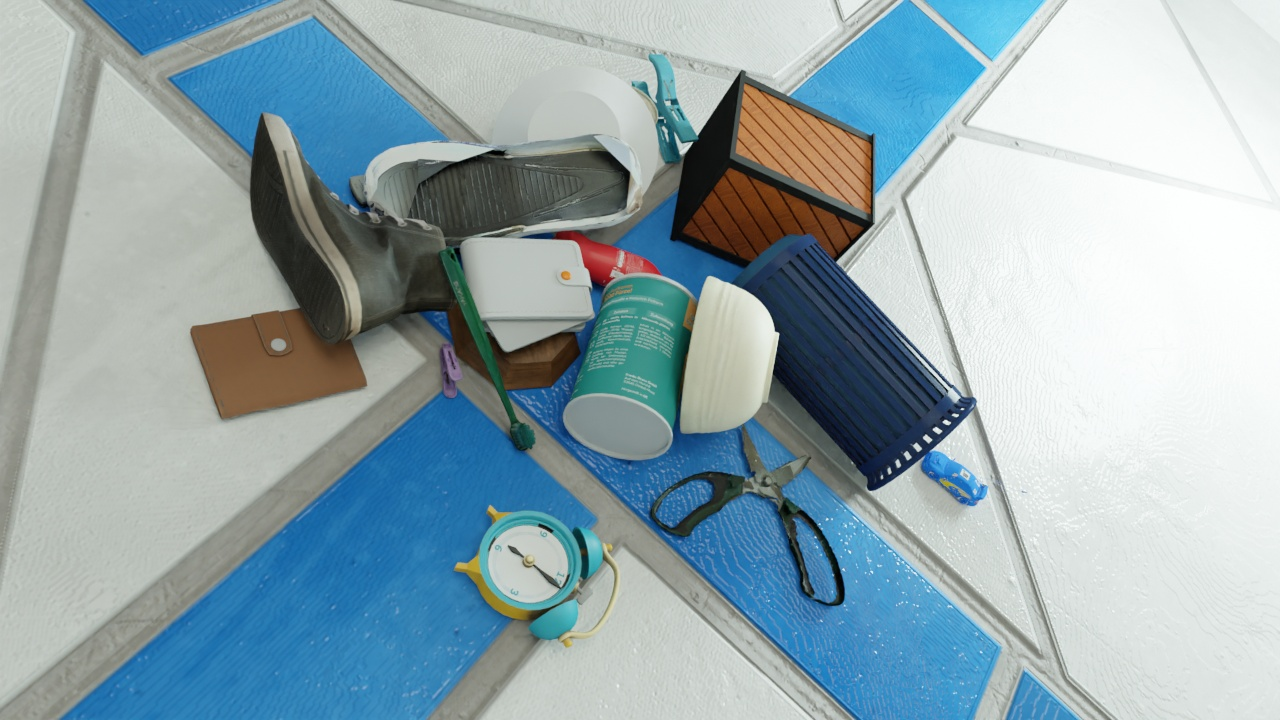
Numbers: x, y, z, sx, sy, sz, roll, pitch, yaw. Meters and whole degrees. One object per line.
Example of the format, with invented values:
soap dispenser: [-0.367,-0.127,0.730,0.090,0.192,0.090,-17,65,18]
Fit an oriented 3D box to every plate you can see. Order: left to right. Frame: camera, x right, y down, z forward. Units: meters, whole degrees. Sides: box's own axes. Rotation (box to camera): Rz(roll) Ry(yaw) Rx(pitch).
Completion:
plate: [-0.116,-0.034,0.867,0.131,0.025,0.131,13,57,-20]
plate: [-0.067,-0.225,0.942,0.174,0.036,0.174,0,87,-2]

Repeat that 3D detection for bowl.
bowl: [0.087,0.001,0.860,0.075,0.151,0.150,10,54,7]

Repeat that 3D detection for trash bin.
trash bin: [0.148,-0.195,1.025,0.171,0.140,0.139,21,54,-15]
trash bin: [0.203,-0.006,0.943,0.139,0.140,0.249,-35,79,-37]

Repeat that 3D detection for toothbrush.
toothbrush: [-0.132,-0.008,0.799,0.016,0.017,0.190,-30,103,-43]

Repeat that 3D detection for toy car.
toy car: [0.359,0.124,0.989,0.092,0.062,0.033,39,52,0]

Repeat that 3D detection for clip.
clip: [-0.171,0.007,0.820,0.013,0.029,0.050,0,50,-29]
clip: [0.018,-0.292,1.094,0.030,0.120,0.130,-12,90,-35]

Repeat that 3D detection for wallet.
wallet: [-0.299,-0.003,0.764,0.120,0.013,0.087,-14,69,-34]
wallet: [-0.101,-0.057,0.848,0.118,0.038,0.115,-1,62,-24]

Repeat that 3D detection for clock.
clock: [-0.080,0.173,0.752,0.129,0.044,0.098,27,53,-1]

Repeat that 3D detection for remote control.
remote control: [-0.220,-0.177,0.908,0.136,0.013,0.033,-19,71,-34]

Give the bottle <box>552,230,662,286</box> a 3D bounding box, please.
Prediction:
bottle: [-0.025,-0.093,0.939,0.141,0.042,0.041,19,55,-16]

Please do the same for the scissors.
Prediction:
scissors: [0.117,0.158,0.877,0.201,0.015,0.205,-23,73,-33]

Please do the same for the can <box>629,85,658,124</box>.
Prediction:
can: [-0.025,-0.254,1.014,0.067,0.076,0.067,12,57,-20]

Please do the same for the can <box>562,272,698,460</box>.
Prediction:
can: [-0.005,0.005,0.853,0.099,0.099,0.143,24,53,-12]

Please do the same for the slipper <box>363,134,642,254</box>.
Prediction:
slipper: [-0.130,-0.160,0.893,0.263,0.063,0.111,-9,84,-8]

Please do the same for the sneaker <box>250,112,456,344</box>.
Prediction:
sneaker: [-0.260,-0.124,0.810,0.119,0.095,0.234,-15,59,-44]
